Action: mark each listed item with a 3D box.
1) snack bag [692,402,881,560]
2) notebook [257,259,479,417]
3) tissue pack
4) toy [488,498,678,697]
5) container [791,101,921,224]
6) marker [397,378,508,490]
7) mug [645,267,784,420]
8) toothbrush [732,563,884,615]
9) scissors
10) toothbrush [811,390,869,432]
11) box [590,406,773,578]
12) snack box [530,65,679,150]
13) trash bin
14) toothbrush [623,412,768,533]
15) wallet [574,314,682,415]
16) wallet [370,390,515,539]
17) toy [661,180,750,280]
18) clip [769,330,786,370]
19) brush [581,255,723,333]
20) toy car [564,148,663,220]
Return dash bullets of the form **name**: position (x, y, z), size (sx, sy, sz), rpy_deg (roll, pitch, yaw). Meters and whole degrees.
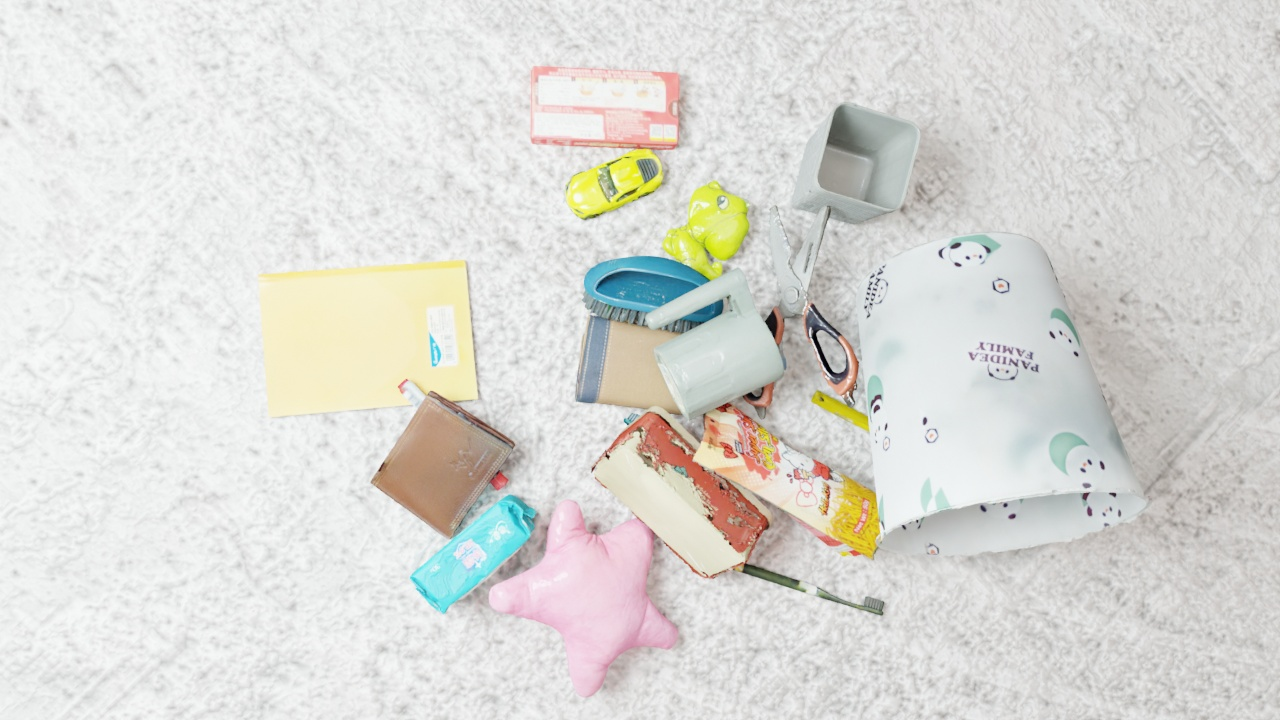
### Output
- **snack bag**: position (0.144, 0.115, 0.912), size (0.208, 0.128, 0.073), rpy_deg (34, 115, -8)
- **notebook**: position (-0.273, -0.023, 0.922), size (0.206, 0.010, 0.146), rpy_deg (-5, 89, -6)
- **tissue pack**: position (-0.155, 0.183, 0.887), size (0.133, 0.093, 0.050), rpy_deg (-40, 88, -5)
- **toy**: position (-0.035, 0.229, 0.909), size (0.194, 0.075, 0.178), rpy_deg (48, 69, -16)
- **container**: position (0.210, -0.191, 0.923), size (0.090, 0.114, 0.090), rpy_deg (16, 86, -6)
- **marker**: position (-0.187, 0.074, 0.918), size (0.017, 0.017, 0.145), rpy_deg (-44, 98, -6)
- **mug**: position (0.068, -0.015, 0.885), size (0.103, 0.083, 0.124), rpy_deg (-26, 118, -5)
- **toothbrush**: position (0.169, 0.233, 0.960), size (0.186, 0.012, 0.017), rpy_deg (19, 81, -5)
- **scissors**: position (0.156, -0.043, 0.926), size (0.189, 0.015, 0.226), rpy_deg (-42, 69, 27)
- **toothbrush**: position (0.267, 0.080, 0.971), size (0.190, 0.016, 0.015), rpy_deg (27, 85, -5)
- **box**: position (0.037, 0.136, 0.898), size (0.168, 0.092, 0.078), rpy_deg (43, 50, -4)
- **snack box**: position (-0.037, -0.259, 0.944), size (0.153, 0.025, 0.075), rpy_deg (1, 87, -6)
- **trash bin**: position (0.314, 0.035, 0.856), size (0.229, 0.230, 0.251), rpy_deg (-2, 66, -6)
- **toothbrush**: position (0.060, 0.117, 0.951), size (0.191, 0.016, 0.018), rpy_deg (39, 74, -3)
- **wallet**: position (-0.006, 0.005, 0.939), size (0.115, 0.033, 0.090), rpy_deg (8, 90, -7)
- **wallet**: position (-0.195, 0.103, 0.902), size (0.101, 0.032, 0.125), rpy_deg (34, 105, -8)
- **toy**: position (0.072, -0.131, 0.950), size (0.100, 0.031, 0.096), rpy_deg (-26, 91, -2)
- **clip**: position (0.140, -0.016, 0.960), size (0.025, 0.036, 0.058), rpy_deg (0, 88, 0)
- **brush**: position (0.015, -0.070, 0.917), size (0.144, 0.074, 0.055), rpy_deg (11, 47, -6)
- **toy car**: position (-0.027, -0.182, 0.941), size (0.105, 0.032, 0.048), rpy_deg (-24, 91, -4)
